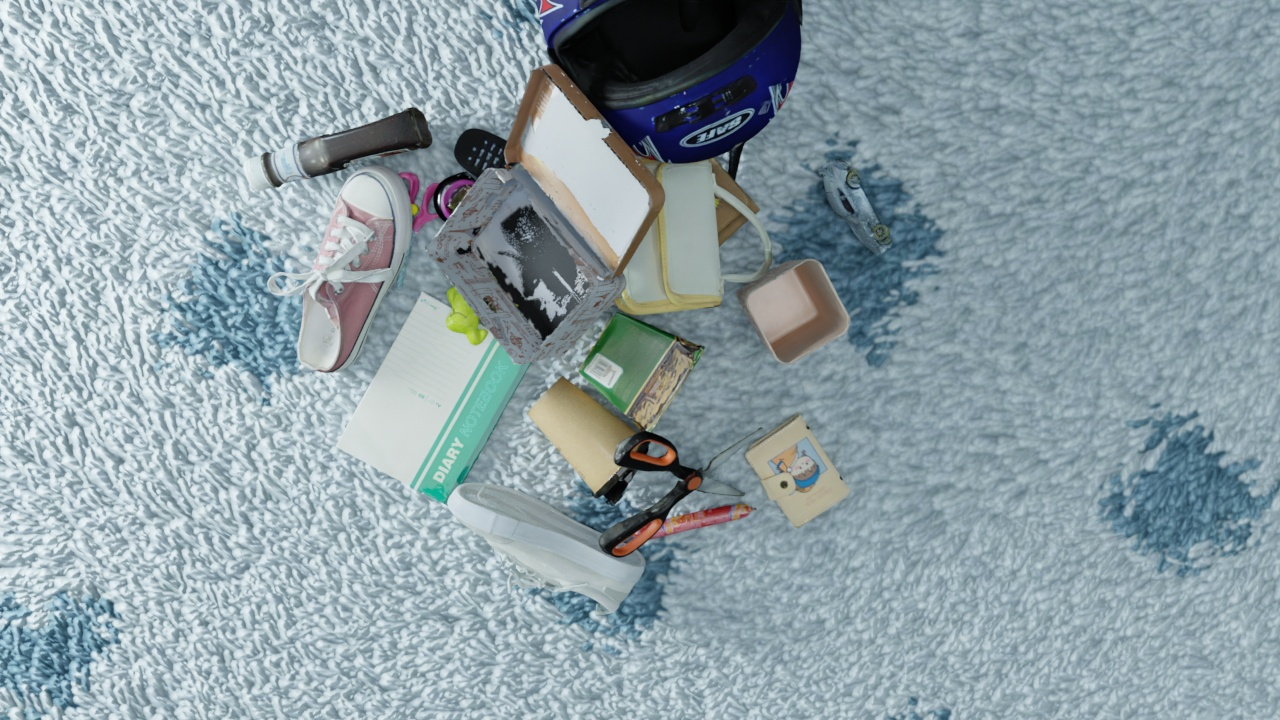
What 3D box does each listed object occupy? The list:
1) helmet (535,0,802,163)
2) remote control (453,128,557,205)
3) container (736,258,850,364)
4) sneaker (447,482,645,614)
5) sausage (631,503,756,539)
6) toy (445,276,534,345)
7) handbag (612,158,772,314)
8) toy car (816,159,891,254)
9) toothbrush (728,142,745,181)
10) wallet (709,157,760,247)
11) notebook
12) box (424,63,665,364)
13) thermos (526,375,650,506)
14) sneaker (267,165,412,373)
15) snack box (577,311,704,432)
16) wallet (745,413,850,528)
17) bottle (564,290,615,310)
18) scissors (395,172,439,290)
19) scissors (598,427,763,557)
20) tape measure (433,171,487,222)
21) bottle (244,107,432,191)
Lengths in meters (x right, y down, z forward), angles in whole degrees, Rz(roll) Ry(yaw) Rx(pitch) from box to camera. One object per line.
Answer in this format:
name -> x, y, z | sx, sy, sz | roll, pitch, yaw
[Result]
helmet -> 0.036, -0.309, 0.870 | 0.247, 0.315, 0.240 | -25, 102, 12
remote control -> -0.142, -0.211, 1.023 | 0.136, 0.024, 0.053 | 28, 94, -8
container -> 0.163, -0.058, 1.017 | 0.090, 0.111, 0.090 | -30, 98, 1
sneaker -> -0.119, 0.222, 1.061 | 0.242, 0.089, 0.091 | 27, 100, -13
sausage -> 0.062, 0.192, 1.095 | 0.156, 0.020, 0.020 | -13, 99, -1
toy -> -0.168, -0.064, 1.037 | 0.100, 0.031, 0.096 | 4, 89, -7
handbag -> 0.054, -0.136, 0.982 | 0.178, 0.063, 0.163 | -6, 93, -8
toy car -> 0.240, -0.171, 1.033 | 0.037, 0.054, 0.120 | -34, 100, -1
toothbrush -> 0.110, -0.262, 1.028 | 0.027, 0.026, 0.213 | 10, 102, 2
wallet -> 0.064, -0.162, 1.029 | 0.115, 0.033, 0.090 | -42, 95, 10
notebook -> -0.237, 0.047, 1.063 | 0.150, 0.012, 0.209 | 29, 95, -7
box -> -0.087, -0.137, 0.911 | 0.179, 0.110, 0.260 | 50, 119, 13
thermos -> -0.057, 0.088, 1.042 | 0.143, 0.093, 0.093 | 42, 94, 0
sneaker -> -0.321, -0.096, 0.992 | 0.118, 0.087, 0.241 | 23, 99, 6
snack box -> -0.006, 0.006, 1.018 | 0.105, 0.117, 0.118 | 32, 93, -2
wallet -> 0.184, 0.134, 1.092 | 0.087, 0.024, 0.115 | -34, 99, -2
bottle -> -0.055, -0.081, 1.027 | 0.108, 0.063, 0.063 | -11, 99, -5
scissors -> -0.253, -0.140, 1.035 | 0.073, 0.017, 0.137 | 9, 102, -13
scissors -> 0.038, 0.136, 1.025 | 0.234, 0.021, 0.221 | -42, 137, 1
tape measure -> -0.198, -0.176, 1.012 | 0.058, 0.039, 0.057 | -46, 113, -6
bottle -> -0.325, -0.224, 0.984 | 0.195, 0.079, 0.044 | -15, 102, 3
